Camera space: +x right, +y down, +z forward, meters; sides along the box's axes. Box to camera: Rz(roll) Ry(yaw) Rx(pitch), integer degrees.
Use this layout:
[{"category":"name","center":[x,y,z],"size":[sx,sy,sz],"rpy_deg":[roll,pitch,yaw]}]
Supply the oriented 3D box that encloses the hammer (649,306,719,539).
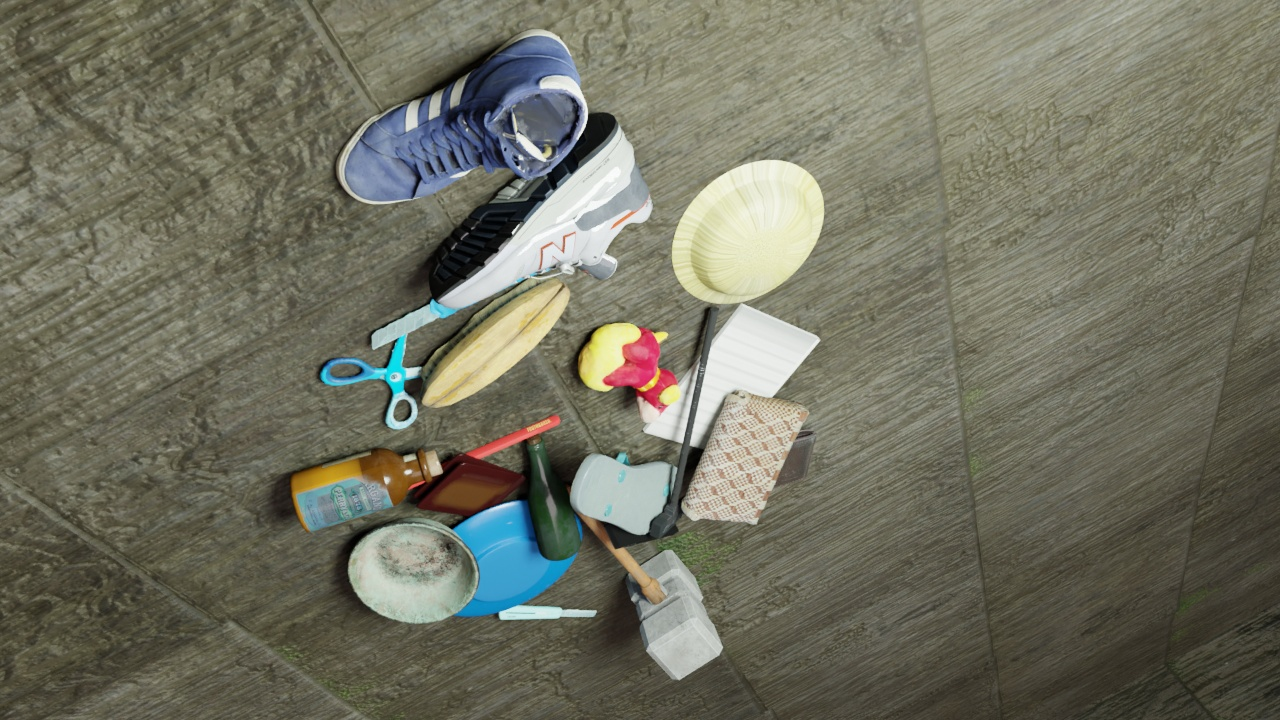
[{"category":"hammer","center":[0.066,0.076,1.146],"size":[0.094,0.015,0.326],"rpy_deg":[-34,142,-49]}]

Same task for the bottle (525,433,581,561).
[{"category":"bottle","center":[-0.115,0.165,1.134],"size":[0.055,0.055,0.174],"rpy_deg":[-17,119,-12]}]

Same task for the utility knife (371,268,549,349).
[{"category":"utility knife","center":[-0.175,-0.066,0.932],"size":[0.221,0.015,0.031],"rpy_deg":[-27,118,-1]}]

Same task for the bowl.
[{"category":"bowl","center":[-0.275,0.250,1.123],"size":[0.157,0.038,0.158],"rpy_deg":[-1,118,-3]}]

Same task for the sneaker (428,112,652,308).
[{"category":"sneaker","center":[-0.081,-0.114,0.883],"size":[0.240,0.088,0.124],"rpy_deg":[-42,131,9]}]

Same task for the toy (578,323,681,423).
[{"category":"toy","center":[-0.006,0.006,1.054],"size":[0.106,0.067,0.137],"rpy_deg":[-44,121,11]}]

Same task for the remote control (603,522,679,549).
[{"category":"remote control","center":[0.003,0.225,1.226],"size":[0.013,0.034,0.149],"rpy_deg":[-38,159,25]}]

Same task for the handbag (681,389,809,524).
[{"category":"handbag","center":[0.134,0.127,1.204],"size":[0.124,0.047,0.186],"rpy_deg":[12,108,-33]}]

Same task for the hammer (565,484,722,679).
[{"category":"hammer","center":[-0.016,0.275,1.248],"size":[0.083,0.162,0.318],"rpy_deg":[-34,118,5]}]

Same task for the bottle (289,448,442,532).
[{"category":"bottle","center":[-0.299,0.134,1.014],"size":[0.156,0.067,0.068],"rpy_deg":[-16,134,-12]}]

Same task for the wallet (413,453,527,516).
[{"category":"wallet","center":[-0.204,0.157,1.105],"size":[0.092,0.018,0.115],"rpy_deg":[-42,143,16]}]

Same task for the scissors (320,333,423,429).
[{"category":"scissors","center":[-0.269,0.021,0.966],"size":[0.139,0.011,0.134],"rpy_deg":[2,128,-29]}]

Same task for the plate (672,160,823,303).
[{"category":"plate","center":[0.127,-0.128,1.009],"size":[0.184,0.036,0.185],"rpy_deg":[-14,134,-15]}]

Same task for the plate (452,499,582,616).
[{"category":"plate","center":[-0.177,0.271,1.212],"size":[0.224,0.024,0.225],"rpy_deg":[-18,136,-18]}]

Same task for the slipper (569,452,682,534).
[{"category":"slipper","center":[-0.027,0.164,1.145],"size":[0.268,0.055,0.098],"rpy_deg":[21,85,-62]}]

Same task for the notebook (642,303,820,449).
[{"category":"notebook","center":[0.116,0.030,1.165],"size":[0.142,0.009,0.210],"rpy_deg":[19,119,-36]}]

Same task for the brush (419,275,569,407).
[{"category":"brush","center":[-0.155,-0.020,0.959],"size":[0.195,0.043,0.059],"rpy_deg":[-40,134,7]}]

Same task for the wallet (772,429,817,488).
[{"category":"wallet","center":[0.188,0.147,1.291],"size":[0.119,0.031,0.100],"rpy_deg":[-13,136,-18]}]

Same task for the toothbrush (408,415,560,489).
[{"category":"toothbrush","center":[-0.195,0.107,1.080],"size":[0.212,0.012,0.018],"rpy_deg":[-23,135,-5]}]

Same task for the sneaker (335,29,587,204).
[{"category":"sneaker","center":[-0.144,-0.177,0.774],"size":[0.233,0.118,0.091],"rpy_deg":[-31,135,2]}]

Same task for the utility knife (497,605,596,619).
[{"category":"utility knife","center":[-0.135,0.368,1.342],"size":[0.166,0.015,0.022],"rpy_deg":[12,90,-35]}]
